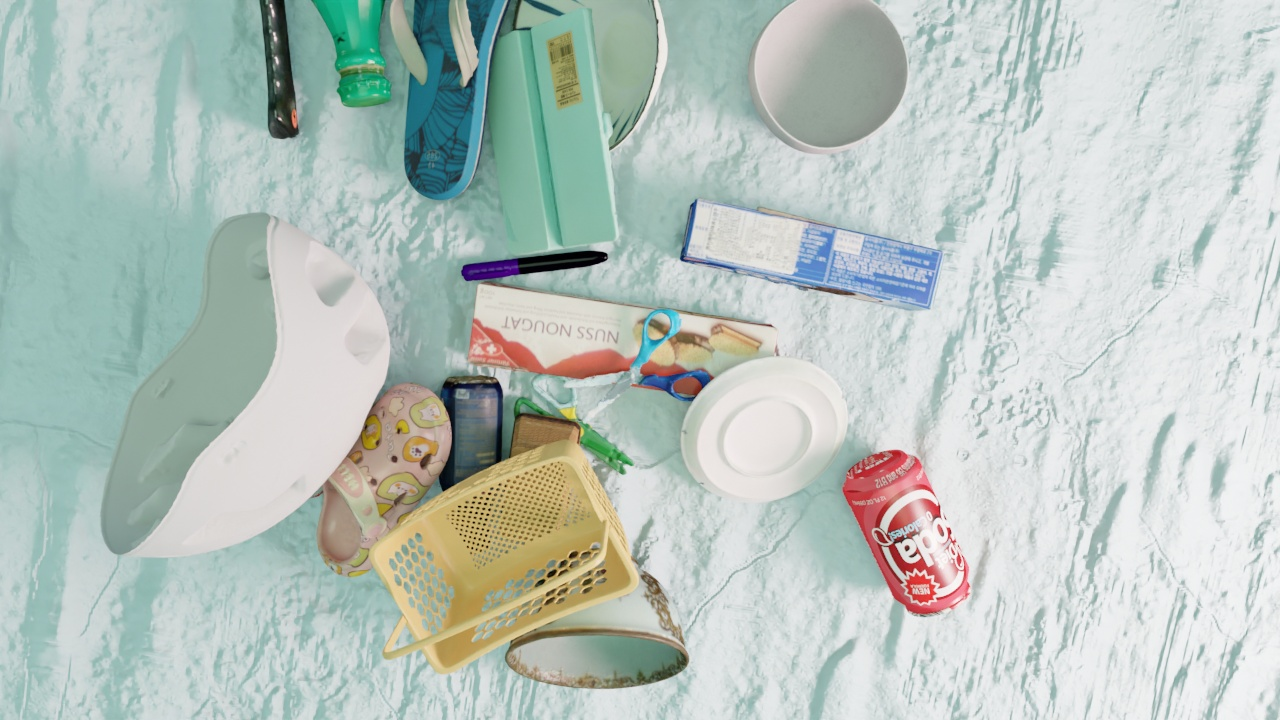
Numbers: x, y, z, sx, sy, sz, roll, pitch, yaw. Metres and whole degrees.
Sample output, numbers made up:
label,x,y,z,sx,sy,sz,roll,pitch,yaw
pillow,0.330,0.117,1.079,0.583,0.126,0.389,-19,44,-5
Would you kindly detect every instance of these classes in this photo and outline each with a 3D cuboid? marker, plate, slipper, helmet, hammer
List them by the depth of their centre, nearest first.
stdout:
label,x,y,z,sx,sy,sz,roll,pitch,yaw
helmet,-0.325,0.032,0.735,0.184,0.225,0.281,47,66,-30
hammer,-0.311,-0.353,0.756,0.033,0.133,0.333,-1,105,-3
slipper,-0.164,-0.283,0.765,0.118,0.060,0.295,18,102,35
slipper,-0.246,0.105,0.806,0.093,0.081,0.197,42,108,29
plate,0.114,0.068,0.830,0.157,0.014,0.157,-4,118,-8
marker,-0.096,-0.086,0.833,0.134,0.018,0.015,-7,130,-1

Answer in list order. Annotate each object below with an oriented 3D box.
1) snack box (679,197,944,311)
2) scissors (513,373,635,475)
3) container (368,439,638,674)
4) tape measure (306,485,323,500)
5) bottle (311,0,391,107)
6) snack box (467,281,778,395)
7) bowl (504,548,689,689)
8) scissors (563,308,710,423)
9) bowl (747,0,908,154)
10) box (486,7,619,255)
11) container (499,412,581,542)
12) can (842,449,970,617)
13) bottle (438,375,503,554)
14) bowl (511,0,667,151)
label,x,y,z,sx,sy,sz,roll,pitch,yaw
snack box,0.151,-0.093,0.819,0.226,0.059,0.059,12,93,-4
scissors,-0.054,0.060,0.855,0.130,0.014,0.070,31,96,-4
container,-0.108,0.155,0.721,0.183,0.167,0.129,-26,102,8
tape measure,-0.311,0.095,0.847,0.060,0.020,0.062,35,95,-5
bottle,-0.249,-0.324,0.775,0.068,0.068,0.210,-8,97,-1
snack box,-0.016,-0.015,0.830,0.273,0.044,0.076,9,97,-3
bowl,-0.038,0.226,0.824,0.160,0.160,0.093,2,55,-2
scissors,0.001,0.022,0.807,0.133,0.015,0.104,-42,97,4
bowl,0.159,-0.246,0.797,0.132,0.064,0.132,0,97,-2
box,-0.078,-0.186,0.775,0.033,0.136,0.186,-14,98,-40
container,-0.094,0.112,0.829,0.063,0.061,0.114,10,104,-1
can,0.245,0.157,0.843,0.074,0.074,0.142,-26,97,1
bottle,-0.154,0.094,0.834,0.056,0.056,0.161,2,97,-2
bowl,-0.027,-0.261,0.772,0.070,0.178,0.177,-15,100,-44
